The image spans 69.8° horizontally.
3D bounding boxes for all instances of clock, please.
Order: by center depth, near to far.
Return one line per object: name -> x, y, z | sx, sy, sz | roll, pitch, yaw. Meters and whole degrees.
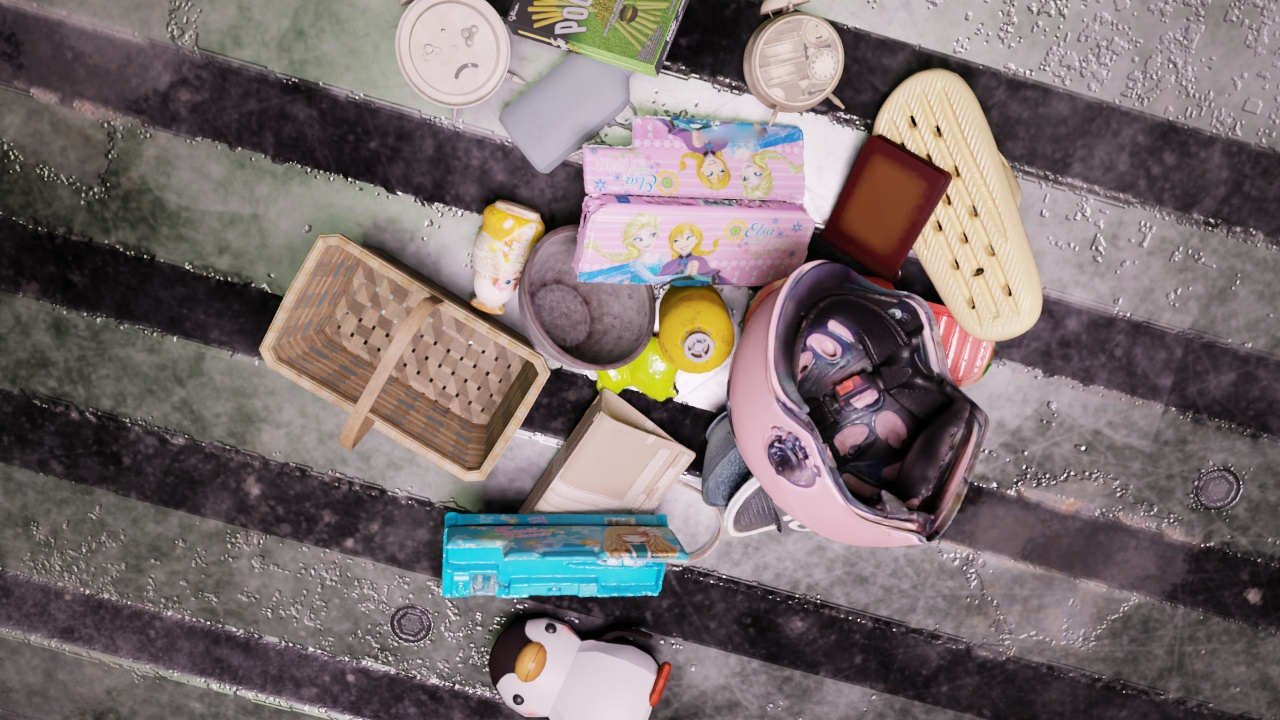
clock -> 0.141, -0.297, 0.854 | 0.093, 0.054, 0.141 | -13, 106, 4
clock -> -0.181, -0.311, 0.857 | 0.103, 0.061, 0.157 | -26, 110, 8

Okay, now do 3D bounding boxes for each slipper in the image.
slipper -> 0.306, -0.145, 0.874 | 0.112, 0.079, 0.261 | -23, 86, 36
slipper -> 0.224, -0.032, 0.917 | 0.249, 0.059, 0.103 | 9, 102, -2
slipper -> 0.212, 0.131, 0.936 | 0.264, 0.063, 0.111 | -21, 140, 3

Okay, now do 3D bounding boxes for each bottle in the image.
bottle -> 0.051, -0.029, 0.867 | 0.071, 0.163, 0.071 | 0, 104, 1
bottle -> -0.052, -0.255, 0.872 | 0.161, 0.046, 0.072 | -37, 90, 10
bottle -> -0.136, -0.101, 0.905 | 0.063, 0.063, 0.109 | 20, 102, -4

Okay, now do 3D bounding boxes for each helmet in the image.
helmet -> 0.173, 0.042, 0.811 | 0.255, 0.229, 0.153 | 48, 143, -14

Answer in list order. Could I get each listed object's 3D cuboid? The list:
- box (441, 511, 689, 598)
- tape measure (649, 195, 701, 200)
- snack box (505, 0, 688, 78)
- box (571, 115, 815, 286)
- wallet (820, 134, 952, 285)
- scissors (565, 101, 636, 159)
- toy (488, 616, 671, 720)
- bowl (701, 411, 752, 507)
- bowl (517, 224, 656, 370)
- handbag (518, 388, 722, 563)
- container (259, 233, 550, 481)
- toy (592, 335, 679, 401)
box -> -0.079, 0.183, 0.904 | 0.227, 0.171, 0.085 | 2, 63, -11
tape measure -> 0.034, -0.145, 0.903 | 0.058, 0.038, 0.059 | 4, 104, 0
snack box -> -0.039, -0.319, 0.836 | 0.147, 0.025, 0.080 | 20, 85, 12
box -> 0.056, -0.145, 0.855 | 0.230, 0.063, 0.160 | -2, 108, -20
wallet -> 0.232, -0.144, 0.874 | 0.091, 0.018, 0.116 | 39, 125, 25
scissors -> 0.011, -0.194, 0.905 | 0.161, 0.014, 0.118 | 43, 100, -6
toy -> -0.076, 0.350, 1.002 | 0.184, 0.140, 0.158 | 24, 71, 5
bowl -> 0.105, 0.084, 0.940 | 0.137, 0.137, 0.057 | -44, 60, 11
bowl -> -0.063, -0.053, 0.896 | 0.144, 0.067, 0.144 | 11, 69, -32
handbag -> -0.002, 0.153, 0.967 | 0.198, 0.062, 0.176 | 29, 111, -14
container -> -0.223, 0.000, 0.869 | 0.250, 0.186, 0.158 | 31, 103, -6
toy -> -0.006, 0.006, 0.945 | 0.094, 0.036, 0.094 | -27, 98, 14
